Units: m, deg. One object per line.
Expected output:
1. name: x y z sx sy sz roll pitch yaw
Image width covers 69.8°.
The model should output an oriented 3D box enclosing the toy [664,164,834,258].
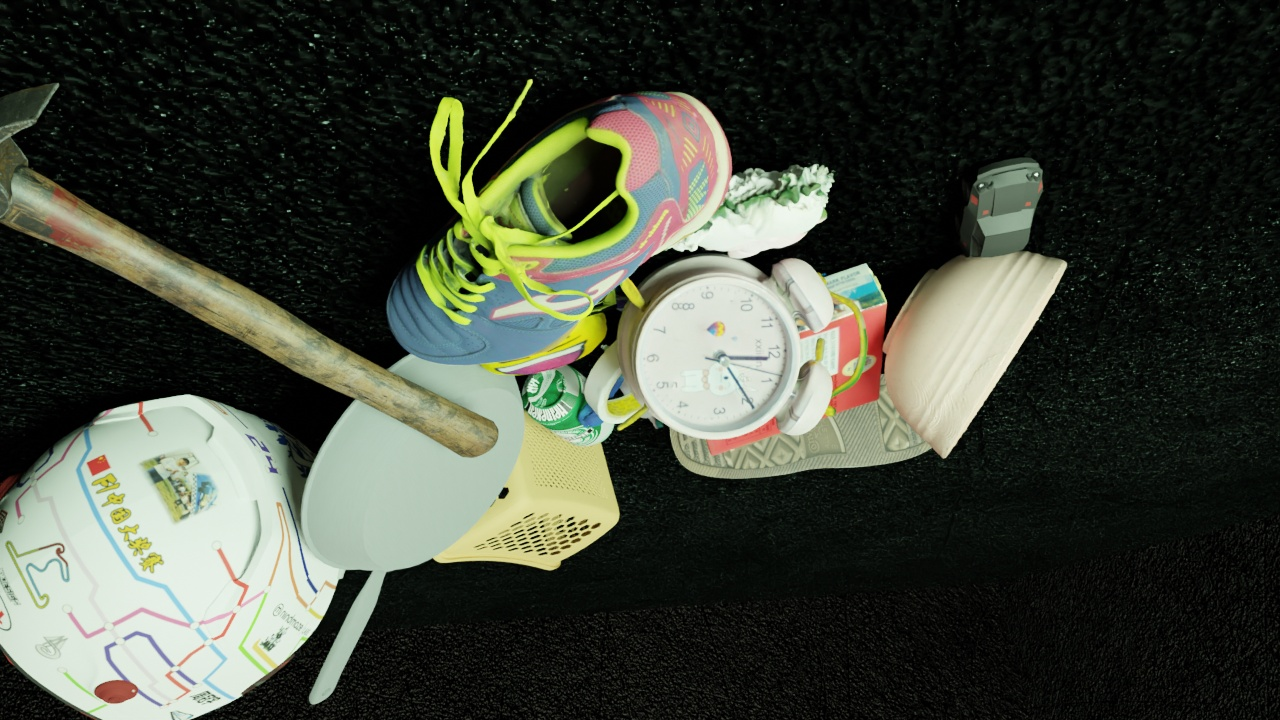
1. toy: 0.063 -0.081 0.512 0.096 0.041 0.109 -13 172 15

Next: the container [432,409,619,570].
1. container: -0.135 0.129 0.872 0.167 0.129 0.183 -28 154 23

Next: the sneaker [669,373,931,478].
1. sneaker: 0.147 0.059 0.855 0.245 0.091 0.097 -7 174 -4

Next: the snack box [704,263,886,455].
1. snack box: 0.105 0.005 0.676 0.145 0.040 0.143 -19 148 1

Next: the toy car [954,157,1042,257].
1. toy car: 0.213 -0.086 0.544 0.042 0.036 0.092 -10 159 10

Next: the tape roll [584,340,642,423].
1. tape roll: 0.001 0.007 0.685 0.094 0.019 0.094 -32 152 -20

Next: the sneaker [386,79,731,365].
1. sneaker: -0.071 -0.059 0.459 0.243 0.116 0.090 -29 179 37

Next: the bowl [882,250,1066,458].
1. bowl: 0.216 -0.016 0.627 0.076 0.153 0.153 32 170 20

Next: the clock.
1. clock: 0.063 -0.007 0.576 0.158 0.117 0.058 -1 -167 -3

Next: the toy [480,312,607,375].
1. toy: -0.069 -0.016 0.638 0.095 0.041 0.094 -16 163 5

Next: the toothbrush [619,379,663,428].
1. toothbrush: 0.000 0.034 0.821 0.019 0.018 0.188 -8 159 8

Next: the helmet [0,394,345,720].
1. helmet: -0.357 0.154 0.733 0.235 0.231 0.315 -31 166 -23

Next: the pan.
1. pan: -0.188 0.143 0.706 0.200 0.051 0.357 -10 127 -58

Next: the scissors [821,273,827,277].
1. scissors: 0.120 -0.034 0.690 0.125 0.013 0.131 1 153 -18

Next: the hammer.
1. hammer: -0.198 -0.020 0.502 0.120 0.033 0.330 -20 142 32

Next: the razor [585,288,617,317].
1. razor: -0.022 -0.066 0.527 0.044 0.021 0.144 -18 154 -22

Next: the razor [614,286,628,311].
1. razor: -0.042 -0.053 0.582 0.044 0.018 0.140 -21 155 32

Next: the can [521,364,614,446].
1. can: -0.058 0.038 0.765 0.053 0.053 0.101 -12 158 15

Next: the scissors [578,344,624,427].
1. scissors: -0.015 0.012 0.705 0.119 0.014 0.129 -43 160 2
